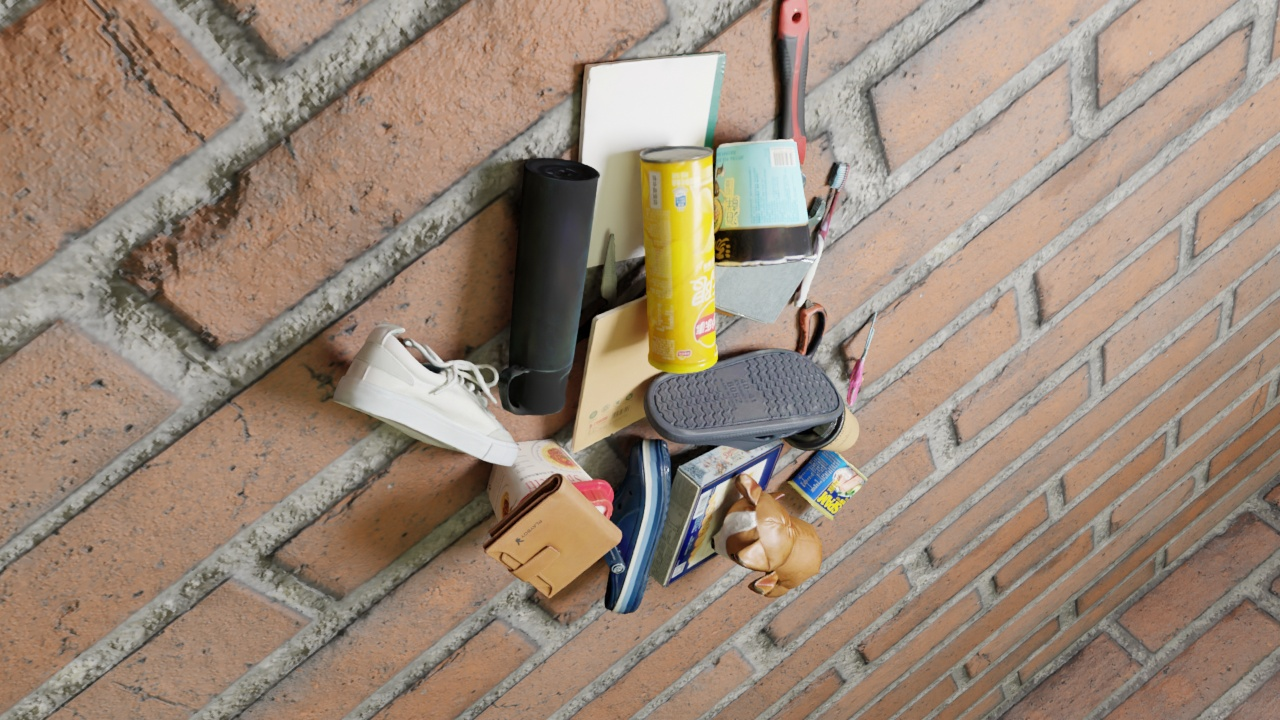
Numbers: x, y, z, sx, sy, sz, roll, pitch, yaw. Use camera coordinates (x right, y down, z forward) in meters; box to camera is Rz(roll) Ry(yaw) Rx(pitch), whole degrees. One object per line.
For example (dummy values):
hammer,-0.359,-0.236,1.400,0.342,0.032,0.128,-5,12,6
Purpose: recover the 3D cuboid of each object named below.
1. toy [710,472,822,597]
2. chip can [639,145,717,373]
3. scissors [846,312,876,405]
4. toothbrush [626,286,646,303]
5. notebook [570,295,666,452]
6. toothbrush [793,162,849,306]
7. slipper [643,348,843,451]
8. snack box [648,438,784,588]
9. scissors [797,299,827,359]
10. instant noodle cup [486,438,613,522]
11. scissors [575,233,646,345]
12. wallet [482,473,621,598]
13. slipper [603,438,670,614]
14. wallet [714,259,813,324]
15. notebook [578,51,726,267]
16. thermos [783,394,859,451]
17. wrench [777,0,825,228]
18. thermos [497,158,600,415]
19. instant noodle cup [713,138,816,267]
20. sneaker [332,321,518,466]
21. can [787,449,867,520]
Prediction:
toy,0.159,0.233,1.201,0.131,0.140,0.199,-15,153,17
chip can,0.037,-0.097,0.894,0.072,0.072,0.214,-15,115,-25
scissors,0.295,0.000,1.222,0.135,0.017,0.133,55,52,-75
toothbrush,0.020,-0.082,0.957,0.189,0.018,0.014,-43,149,-3
notebook,-0.006,0.006,1.008,0.147,0.008,0.208,-25,145,-32
toothbrush,0.208,-0.144,1.075,0.017,0.016,0.188,-2,125,-25
slipper,0.116,0.054,1.100,0.267,0.110,0.084,-6,151,-27
snack box,0.098,0.192,1.217,0.182,0.046,0.178,-20,136,-44
scissors,0.198,0.015,1.199,0.222,0.015,0.189,21,110,-45
instant noodle cup,-0.108,0.156,1.015,0.116,0.124,0.117,-3,125,-33
scissors,-0.045,-0.029,0.981,0.220,0.021,0.232,-32,139,-9
wallet,-0.089,0.181,0.936,0.108,0.031,0.132,-40,136,-3
slipper,-0.021,0.201,1.142,0.095,0.105,0.253,8,115,-7
wallet,0.114,-0.097,1.027,0.129,0.037,0.107,17,116,-28
notebook,0.006,-0.191,0.894,0.150,0.012,0.210,-15,132,-27
thermos,0.240,0.081,1.215,0.093,0.093,0.143,-50,148,9
wrench,0.164,-0.247,0.959,0.056,0.016,0.274,-28,136,-14
thermos,-0.092,-0.061,0.863,0.089,0.068,0.243,-37,142,-56
instant noodle cup,0.118,-0.159,0.923,0.111,0.111,0.120,-10,101,-29
sneaker,-0.193,0.036,0.895,0.242,0.090,0.090,40,67,-57
can,0.279,0.179,1.360,0.083,0.057,0.102,-48,137,4
